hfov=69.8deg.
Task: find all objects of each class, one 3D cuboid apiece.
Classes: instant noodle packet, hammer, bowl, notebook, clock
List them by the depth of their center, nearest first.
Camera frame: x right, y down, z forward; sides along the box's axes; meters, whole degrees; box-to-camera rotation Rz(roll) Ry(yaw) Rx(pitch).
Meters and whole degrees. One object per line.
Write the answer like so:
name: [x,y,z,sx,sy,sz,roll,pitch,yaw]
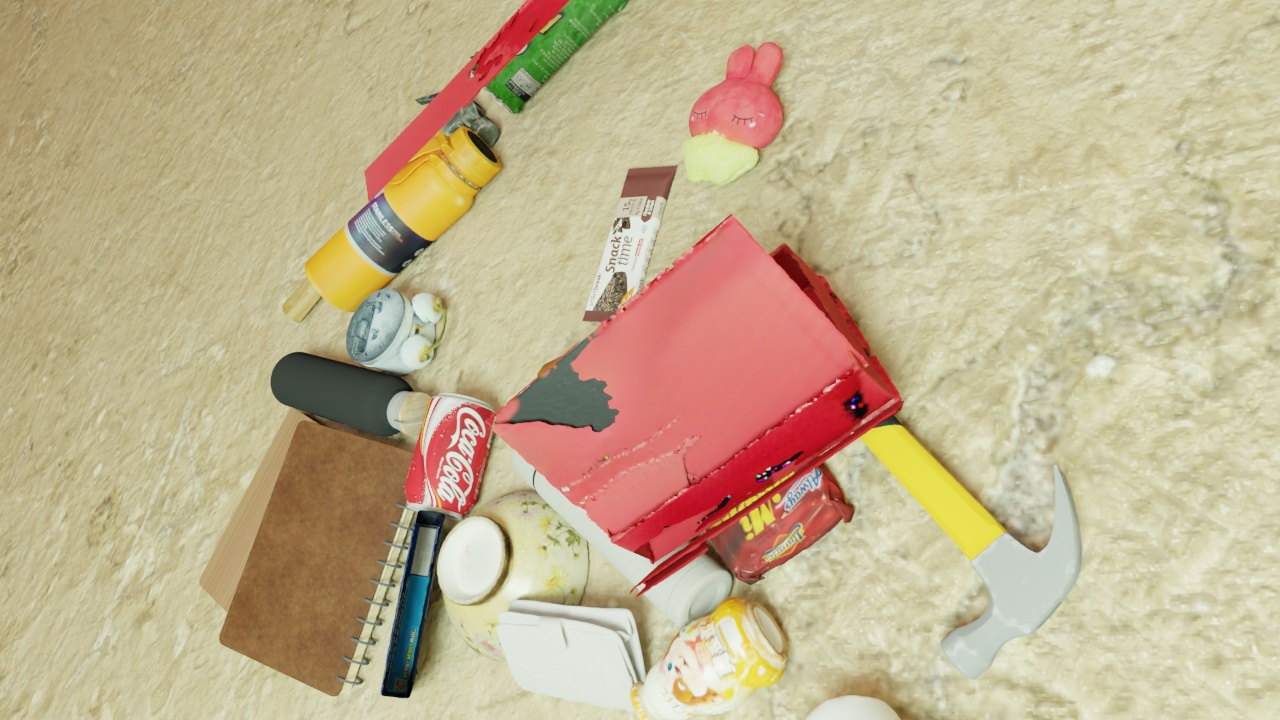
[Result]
hammer: [0.158,0.043,0.626,0.127,0.029,0.323,-46,55,12]
instant noodle packet: [0.081,0.087,0.671,0.098,0.039,0.135,-37,52,6]
bowl: [-0.119,0.170,0.753,0.145,0.063,0.145,-14,63,29]
notebook: [-0.296,0.182,0.869,0.168,0.024,0.225,12,79,26]
clock: [-0.244,-0.029,0.932,0.118,0.057,0.083,-5,66,33]
notebook: [-0.363,0.170,0.946,0.169,0.022,0.210,21,82,39]
hammer: [-0.301,-0.175,1.055,0.331,0.033,0.132,-47,53,8]

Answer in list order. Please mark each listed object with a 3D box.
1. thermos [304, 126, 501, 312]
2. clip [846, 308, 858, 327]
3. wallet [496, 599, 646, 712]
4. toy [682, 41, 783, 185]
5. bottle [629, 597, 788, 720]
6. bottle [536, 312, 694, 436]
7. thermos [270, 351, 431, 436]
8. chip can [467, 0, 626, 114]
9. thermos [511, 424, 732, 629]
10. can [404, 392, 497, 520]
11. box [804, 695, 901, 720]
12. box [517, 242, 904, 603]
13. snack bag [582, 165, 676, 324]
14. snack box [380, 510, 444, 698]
thermos: [-0.254,-0.151,0.973,0.233,0.091,0.076,-38,80,14]
clip: [0.134,-0.036,0.696,0.054,0.044,0.049,-17,85,29]
wallet: [-0.051,0.222,0.680,0.116,0.032,0.086,-8,108,32]
toy: [0.083,-0.215,0.800,0.092,0.045,0.135,23,89,37]
bottle: [0.045,0.210,0.623,0.109,0.063,0.063,-39,53,15]
bottle: [-0.004,0.004,0.747,0.157,0.068,0.067,-25,57,23]
thermos: [-0.284,0.037,0.927,0.232,0.061,0.061,11,76,37]
chip can: [-0.080,-0.362,0.961,0.223,0.075,0.075,-42,52,11]
thermos: [-0.024,0.121,0.717,0.224,0.052,0.052,35,91,39]
can: [-0.171,0.087,0.825,0.064,0.064,0.104,0,70,34]
box: [0.164,0.270,0.517,0.083,0.143,0.137,-48,21,3]
box: [0.051,0.115,0.472,0.216,0.141,0.509,-38,27,19]
snack bag: [-0.011,-0.107,0.837,0.057,0.013,0.157,6,73,37]
snack box: [-0.194,0.208,0.782,0.082,0.027,0.150,132,148,-65]
